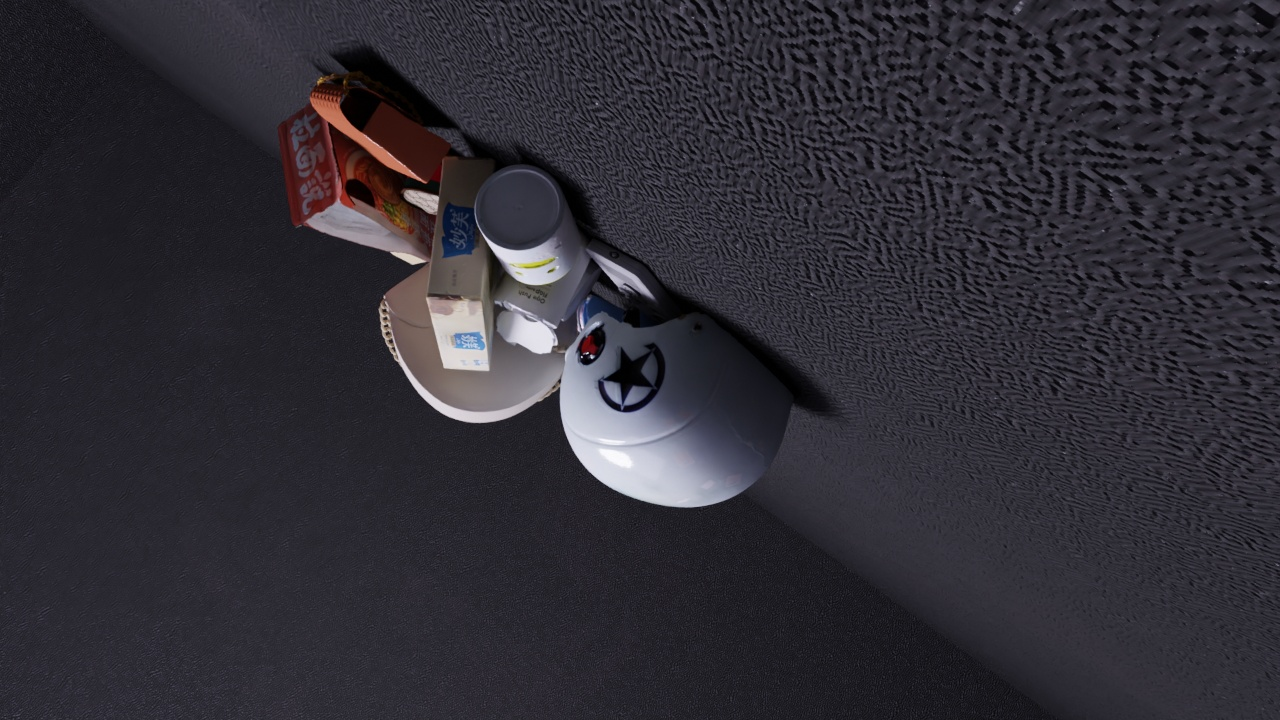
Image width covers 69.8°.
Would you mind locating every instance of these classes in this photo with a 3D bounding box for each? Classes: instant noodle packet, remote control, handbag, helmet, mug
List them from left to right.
[{"bbox_3d":[-0.264,-0.241,0.916,0.109,0.060,0.172,33,179,-32],"label":"handbag"},{"bbox_3d":[-0.314,-0.201,1.111,0.220,0.084,0.164,26,-143,-54],"label":"instant noodle packet"},{"bbox_3d":[-0.200,-0.189,1.055,0.138,0.063,0.167,20,175,-20],"label":"handbag"},{"bbox_3d":[-0.184,-0.039,1.092,0.208,0.210,0.103,50,162,5],"label":"handbag"},{"bbox_3d":[-0.102,-0.123,0.843,0.082,0.082,0.106,35,173,9],"label":"mug"},{"bbox_3d":[-0.097,-0.108,1.027,0.089,0.073,0.105,35,145,3],"label":"mug"},{"bbox_3d":[0.001,-0.072,0.957,0.074,0.019,0.151,32,173,32],"label":"remote control"},{"bbox_3d":[0.021,0.071,0.983,0.265,0.163,0.236,-1,149,36],"label":"helmet"}]

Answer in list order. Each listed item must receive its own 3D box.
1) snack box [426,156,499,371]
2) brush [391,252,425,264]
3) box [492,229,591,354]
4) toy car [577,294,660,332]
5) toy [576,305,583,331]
[{"bbox_3d":[-0.180,-0.093,0.957,0.055,0.153,0.208,4,160,-6],"label":"snack box"},{"bbox_3d":[-0.286,-0.162,1.261,0.228,0.089,0.043,42,-153,-41],"label":"brush"},{"bbox_3d":[-0.106,-0.074,0.973,0.083,0.136,0.144,25,176,-4],"label":"box"},{"bbox_3d":[-0.004,-0.027,1.055,0.153,0.055,0.056,27,-141,-28],"label":"toy car"},{"bbox_3d":[-0.064,-0.056,1.274,0.093,0.050,0.102,25,180,-14],"label":"toy"}]
